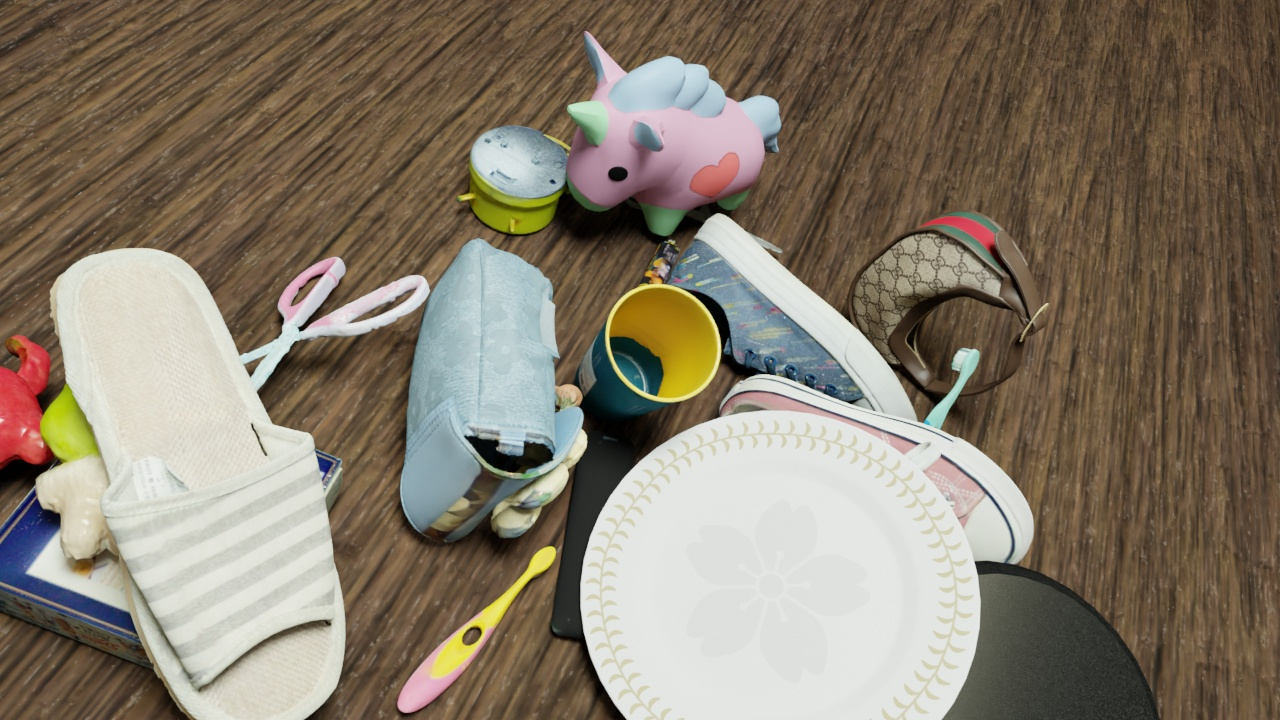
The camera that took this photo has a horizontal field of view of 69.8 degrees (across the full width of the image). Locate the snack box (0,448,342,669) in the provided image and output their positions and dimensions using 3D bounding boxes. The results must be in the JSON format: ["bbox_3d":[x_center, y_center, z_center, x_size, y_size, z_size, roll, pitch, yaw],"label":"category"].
[{"bbox_3d":[-0.274,0.097,0.537,0.145,0.043,0.144,22,51,-1],"label":"snack box"}]

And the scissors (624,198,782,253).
[{"bbox_3d":[0.046,-0.132,0.827,0.175,0.014,0.141,14,52,-5],"label":"scissors"}]

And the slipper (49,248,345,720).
[{"bbox_3d":[-0.230,0.064,0.485,0.114,0.054,0.272,-15,82,-52],"label":"slipper"}]

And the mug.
[{"bbox_3d":[-0.004,0.004,0.636,0.078,0.122,0.078,5,74,-18],"label":"mug"}]

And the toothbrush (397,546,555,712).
[{"bbox_3d":[-0.098,0.164,0.566,0.021,0.016,0.135,40,55,10],"label":"toothbrush"}]

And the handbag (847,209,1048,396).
[{"bbox_3d":[0.246,-0.040,0.728,0.063,0.167,0.138,-29,81,-31],"label":"handbag"}]

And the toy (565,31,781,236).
[{"bbox_3d":[0.035,-0.182,0.744,0.221,0.171,0.120,-22,65,-21],"label":"toy"}]

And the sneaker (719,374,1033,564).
[{"bbox_3d":[0.163,0.090,0.650,0.241,0.118,0.087,24,31,7],"label":"sneaker"}]

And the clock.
[{"bbox_3d":[-0.096,-0.158,0.772,0.083,0.057,0.118,32,52,7],"label":"clock"}]

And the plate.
[{"bbox_3d":[0.083,0.139,0.573,0.242,0.016,0.242,-5,56,7],"label":"plate"}]

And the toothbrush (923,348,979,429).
[{"bbox_3d":[0.224,0.052,0.703,0.022,0.135,0.017,22,5,-31],"label":"toothbrush"}]

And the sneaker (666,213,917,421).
[{"bbox_3d":[0.114,-0.013,0.727,0.079,0.087,0.235,-43,78,-4],"label":"sneaker"}]

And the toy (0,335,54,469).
[{"bbox_3d":[-0.382,0.027,0.508,0.088,0.094,0.132,2,46,20],"label":"toy"}]

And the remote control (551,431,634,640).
[{"bbox_3d":[-0.030,0.114,0.620,0.041,0.020,0.151,13,54,-8],"label":"remote control"}]

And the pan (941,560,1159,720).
[{"bbox_3d":[0.162,0.197,0.589,0.356,0.044,0.203,24,64,5],"label":"pan"}]

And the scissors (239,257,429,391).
[{"bbox_3d":[-0.216,-0.025,0.615,0.169,0.014,0.170,-7,36,17],"label":"scissors"}]

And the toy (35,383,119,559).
[{"bbox_3d":[-0.283,0.055,0.509,0.092,0.043,0.117,10,58,-24],"label":"toy"}]

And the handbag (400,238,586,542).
[{"bbox_3d":[-0.093,0.023,0.611,0.118,0.122,0.191,18,48,-27],"label":"handbag"}]

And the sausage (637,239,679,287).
[{"bbox_3d":[0.003,-0.050,0.749,0.020,0.020,0.154,26,52,1],"label":"sausage"}]
